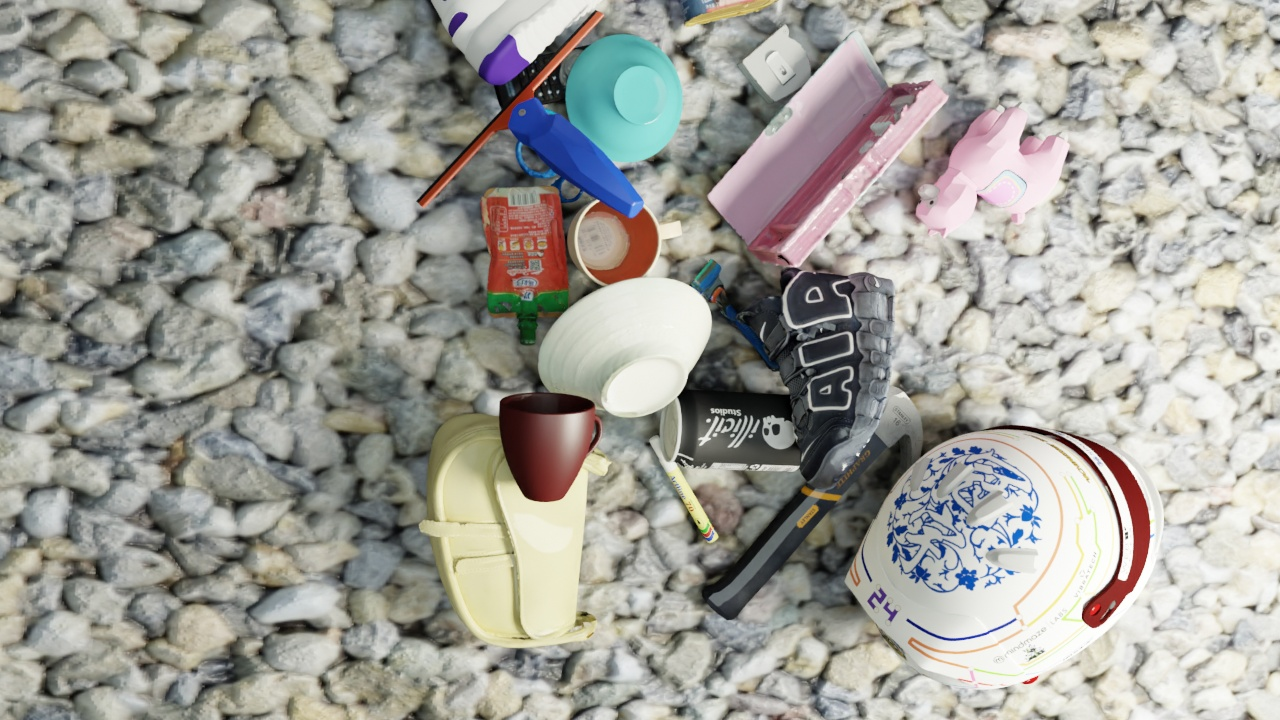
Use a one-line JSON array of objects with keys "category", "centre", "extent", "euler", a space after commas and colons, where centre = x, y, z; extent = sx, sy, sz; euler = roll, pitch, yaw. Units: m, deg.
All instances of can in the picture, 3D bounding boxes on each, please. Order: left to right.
[{"category": "can", "centre": [0.085, -0.368, 0.895], "extent": [0.099, 0.054, 0.059], "euler": [-17, 102, -9]}, {"category": "can", "centre": [0.099, 0.072, 0.944], "extent": [0.146, 0.080, 0.080], "euler": [3, 97, -13]}]

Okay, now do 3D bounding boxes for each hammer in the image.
[{"category": "hammer", "centre": [0.182, 0.152, 0.999], "extent": [0.139, 0.035, 0.312], "euler": [44, 88, -16]}]

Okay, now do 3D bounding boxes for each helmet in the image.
[{"category": "helmet", "centre": [0.365, 0.184, 0.928], "extent": [0.314, 0.231, 0.236], "euler": [-47, 132, 5]}]

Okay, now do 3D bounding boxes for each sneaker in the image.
[{"category": "sneaker", "centre": [-0.093, -0.373, 0.847], "extent": [0.111, 0.092, 0.244], "euler": [43, 80, 2]}, {"category": "sneaker", "centre": [0.161, -0.002, 0.904], "extent": [0.151, 0.097, 0.251], "euler": [18, 56, 0]}]

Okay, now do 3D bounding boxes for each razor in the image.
[{"category": "razor", "centre": [0.103, -0.040, 0.963], "extent": [0.141, 0.018, 0.043], "euler": [50, 62, -16]}]

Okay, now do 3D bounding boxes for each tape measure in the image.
[{"category": "tape measure", "centre": [0.140, -0.299, 0.933], "extent": [0.060, 0.020, 0.062], "euler": [-42, 104, -4]}]

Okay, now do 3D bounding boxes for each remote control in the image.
[{"category": "remote control", "centre": [-0.073, -0.277, 0.892], "extent": [0.140, 0.021, 0.045], "euler": [-17, 104, -14]}]

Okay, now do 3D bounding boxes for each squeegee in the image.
[{"category": "squeegee", "centre": [-0.067, -0.188, 0.822], "extent": [0.185, 0.055, 0.249], "euler": [42, 89, 21]}]

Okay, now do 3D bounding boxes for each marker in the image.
[{"category": "marker", "centre": [0.046, 0.137, 0.977], "extent": [0.014, 0.014, 0.132], "euler": [-31, 103, -6]}]

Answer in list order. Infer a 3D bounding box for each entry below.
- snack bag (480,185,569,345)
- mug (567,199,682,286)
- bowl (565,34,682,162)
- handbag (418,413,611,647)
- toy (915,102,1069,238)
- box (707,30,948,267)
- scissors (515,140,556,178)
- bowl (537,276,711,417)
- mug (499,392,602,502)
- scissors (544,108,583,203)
[{"category": "snack bag", "centre": [-0.113, -0.091, 0.895], "extent": [0.087, 0.044, 0.155], "euler": [-1, 98, 13]}, {"category": "mug", "centre": [-0.016, -0.118, 0.883], "extent": [0.111, 0.104, 0.085], "euler": [-13, 100, -11]}, {"category": "bowl", "centre": [-0.007, -0.253, 0.882], "extent": [0.121, 0.046, 0.121], "euler": [-4, 102, -19]}, {"category": "handbag", "centre": [-0.124, 0.173, 0.910], "extent": [0.190, 0.088, 0.233], "euler": [3, 97, -15]}, {"category": "toy", "centre": [0.369, -0.191, 0.975], "extent": [0.123, 0.067, 0.157], "euler": [30, 95, -15]}, {"category": "box", "centre": [0.178, -0.214, 0.916], "extent": [0.112, 0.099, 0.232], "euler": [42, 89, -19]}, {"category": "scissors", "centre": [-0.062, -0.187, 0.896], "extent": [0.126, 0.023, 0.061], "euler": [31, 86, -18]}, {"category": "bowl", "centre": [-0.005, 0.005, 0.875], "extent": [0.176, 0.057, 0.177], "euler": [-14, 141, -12]}, {"category": "mug", "centre": [-0.077, 0.080, 0.848], "extent": [0.113, 0.087, 0.088], "euler": [-8, 105, -46]}, {"category": "scissors", "centre": [-0.049, -0.205, 0.913], "extent": [0.130, 0.014, 0.115], "euler": [-1, 94, -16]}]
